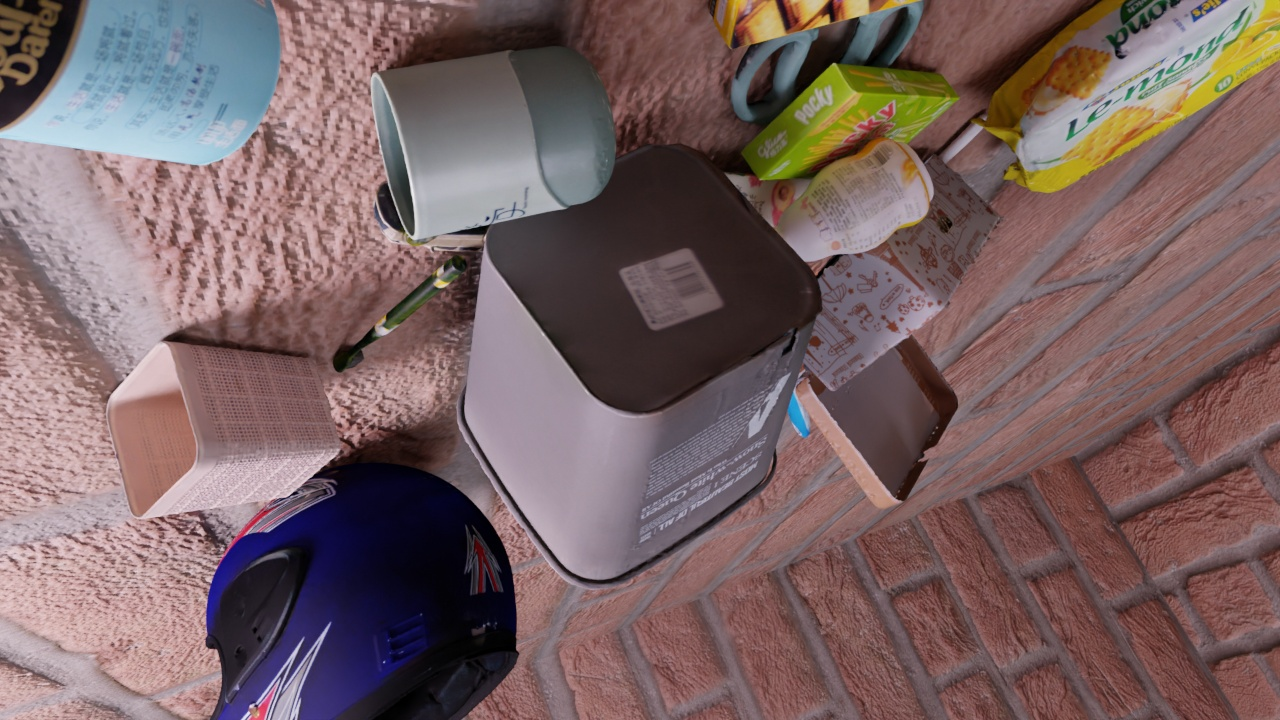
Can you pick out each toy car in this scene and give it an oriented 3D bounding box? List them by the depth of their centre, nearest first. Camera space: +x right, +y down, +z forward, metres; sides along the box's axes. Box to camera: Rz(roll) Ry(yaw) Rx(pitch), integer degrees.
[{"bbox_3d":[-0.114,-0.084,0.540,0.090,0.042,0.035,-3,152,-41],"label":"toy car"}]

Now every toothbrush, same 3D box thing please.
[{"bbox_3d":[-0.162,-0.027,0.609,0.017,0.012,0.186,-12,169,-44],"label":"toothbrush"},{"bbox_3d":[0.235,-0.144,0.787,0.016,0.016,0.181,-24,162,-40],"label":"toothbrush"}]

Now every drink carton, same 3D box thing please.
[{"bbox_3d":[0.090,-0.108,0.660,0.122,0.053,0.045,-6,-165,-33],"label":"drink carton"}]

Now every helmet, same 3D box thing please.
[{"bbox_3d":[-0.266,0.232,0.821,0.316,0.240,0.247,-43,154,14],"label":"helmet"}]

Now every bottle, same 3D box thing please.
[{"bbox_3d":[0.136,-0.100,0.610,0.108,0.063,0.063,-29,158,2],"label":"bottle"}]

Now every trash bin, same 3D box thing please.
[{"bbox_3d":[-0.003,0.003,0.593,0.198,0.198,0.220,-30,159,-22],"label":"trash bin"}]

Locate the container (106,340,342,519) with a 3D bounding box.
[{"bbox_3d":[-0.274,0.046,0.615,0.090,0.090,0.110,-37,158,28],"label":"container"}]

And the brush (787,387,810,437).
[{"bbox_3d":[0.096,-0.008,0.798,0.109,0.060,0.315,-28,138,-13],"label":"brush"}]

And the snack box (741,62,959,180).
[{"bbox_3d":[0.143,-0.158,0.614,0.156,0.026,0.086,-15,161,-48],"label":"snack box"}]

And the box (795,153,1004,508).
[{"bbox_3d":[0.224,-0.028,0.741,0.158,0.217,0.180,-31,-173,44],"label":"box"}]

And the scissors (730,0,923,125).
[{"bbox_3d":[0.095,-0.169,0.587,0.161,0.019,0.180,-16,161,-30],"label":"scissors"}]

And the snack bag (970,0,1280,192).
[{"bbox_3d":[0.374,-0.223,0.680,0.247,0.068,0.157,-34,157,22],"label":"snack bag"}]

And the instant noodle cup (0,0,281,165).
[{"bbox_3d":[-0.197,-0.117,0.314,0.111,0.111,0.120,-33,164,22],"label":"instant noodle cup"}]

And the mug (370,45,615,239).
[{"bbox_3d":[-0.078,-0.110,0.478,0.106,0.082,0.112,-17,179,-20],"label":"mug"}]

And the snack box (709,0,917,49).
[{"bbox_3d":[0.109,-0.218,0.476,0.140,0.033,0.087,-20,158,-14],"label":"snack box"}]

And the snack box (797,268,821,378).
[{"bbox_3d":[0.183,-0.030,0.912,0.095,0.077,0.092,-38,154,30],"label":"snack box"}]
